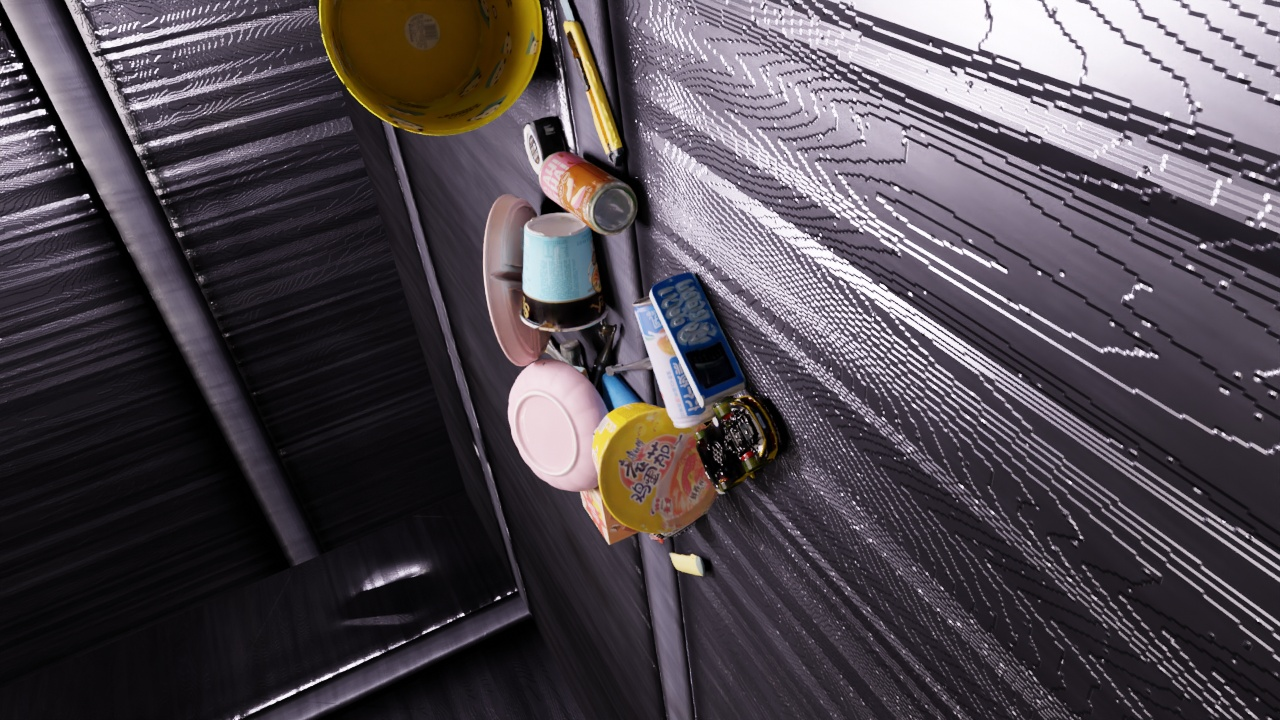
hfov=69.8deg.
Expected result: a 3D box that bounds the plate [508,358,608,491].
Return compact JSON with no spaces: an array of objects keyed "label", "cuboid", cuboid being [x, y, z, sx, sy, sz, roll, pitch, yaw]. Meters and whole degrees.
[{"label":"plate","cuboid":[-0.118,0.094,1.251,0.193,0.038,0.193,17,116,37]}]

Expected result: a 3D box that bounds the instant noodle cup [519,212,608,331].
[{"label":"instant noodle cup","cuboid":[-0.097,-0.112,1.119,0.111,0.111,0.121,45,143,51]}]

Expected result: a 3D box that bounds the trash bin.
[{"label":"trash bin","cuboid":[-0.255,-0.388,1.073,0.255,0.229,0.230,-138,31,-65]}]

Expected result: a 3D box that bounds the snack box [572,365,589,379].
[{"label":"snack box","cuboid":[-0.097,0.098,1.349,0.052,0.074,0.175,5,127,30]}]

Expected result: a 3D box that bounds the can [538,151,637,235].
[{"label":"can","cuboid":[-0.059,-0.182,0.986,0.147,0.057,0.058,43,149,53]}]

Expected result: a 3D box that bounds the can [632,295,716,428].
[{"label":"can","cuboid":[0.037,-0.002,0.924,0.053,0.053,0.134,11,121,69]}]

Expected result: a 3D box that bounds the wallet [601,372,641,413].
[{"label":"wallet","cuboid":[-0.012,0.089,1.201,0.133,0.040,0.106,48,149,47]}]

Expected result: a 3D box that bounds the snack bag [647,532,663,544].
[{"label":"snack bag","cuboid":[0.022,0.210,1.256,0.105,0.026,0.045,92,154,-46]}]

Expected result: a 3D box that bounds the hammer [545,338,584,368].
[{"label":"hammer","cuboid":[-0.157,-0.028,1.488,0.323,0.031,0.126,41,147,54]}]

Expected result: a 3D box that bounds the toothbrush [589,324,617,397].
[{"label":"toothbrush","cuboid":[-0.051,0.003,1.225,0.213,0.027,0.026,109,169,-64]}]

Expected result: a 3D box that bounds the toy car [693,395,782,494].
[{"label":"toy car","cuboid":[0.090,0.081,0.886,0.071,0.041,0.156,63,160,15]}]

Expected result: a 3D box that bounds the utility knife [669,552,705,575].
[{"label":"utility knife","cuboid":[0.060,0.272,1.233,0.168,0.018,0.031,149,103,-70]}]

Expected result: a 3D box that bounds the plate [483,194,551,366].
[{"label":"plate","cuboid":[-0.155,-0.107,1.224,0.229,0.028,0.229,-3,-91,-78]}]

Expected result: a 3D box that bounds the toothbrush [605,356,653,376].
[{"label":"toothbrush","cuboid":[-0.007,0.007,1.126,0.181,0.018,0.015,169,85,-70]}]

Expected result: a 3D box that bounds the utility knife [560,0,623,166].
[{"label":"utility knife","cuboid":[-0.057,-0.295,0.921,0.033,0.015,0.209,-3,107,68]}]

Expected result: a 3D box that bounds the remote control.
[{"label":"remote control","cuboid":[0.053,-0.021,0.868,0.125,0.049,0.024,65,165,10]}]

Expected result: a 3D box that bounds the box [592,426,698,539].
[{"label":"box","cuboid":[0.011,0.139,1.119,0.088,0.076,0.162,-30,91,28]}]

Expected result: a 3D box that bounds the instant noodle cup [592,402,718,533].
[{"label":"instant noodle cup","cuboid":[0.009,0.111,1.026,0.110,0.138,0.138,-148,39,-73]}]

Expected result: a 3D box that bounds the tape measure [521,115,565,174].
[{"label":"tape measure","cuboid":[-0.115,-0.257,1.102,0.066,0.033,0.066,-156,49,-68]}]

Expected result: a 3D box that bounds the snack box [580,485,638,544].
[{"label":"snack box","cuboid":[-0.036,0.190,1.316,0.093,0.077,0.094,47,153,48]}]
